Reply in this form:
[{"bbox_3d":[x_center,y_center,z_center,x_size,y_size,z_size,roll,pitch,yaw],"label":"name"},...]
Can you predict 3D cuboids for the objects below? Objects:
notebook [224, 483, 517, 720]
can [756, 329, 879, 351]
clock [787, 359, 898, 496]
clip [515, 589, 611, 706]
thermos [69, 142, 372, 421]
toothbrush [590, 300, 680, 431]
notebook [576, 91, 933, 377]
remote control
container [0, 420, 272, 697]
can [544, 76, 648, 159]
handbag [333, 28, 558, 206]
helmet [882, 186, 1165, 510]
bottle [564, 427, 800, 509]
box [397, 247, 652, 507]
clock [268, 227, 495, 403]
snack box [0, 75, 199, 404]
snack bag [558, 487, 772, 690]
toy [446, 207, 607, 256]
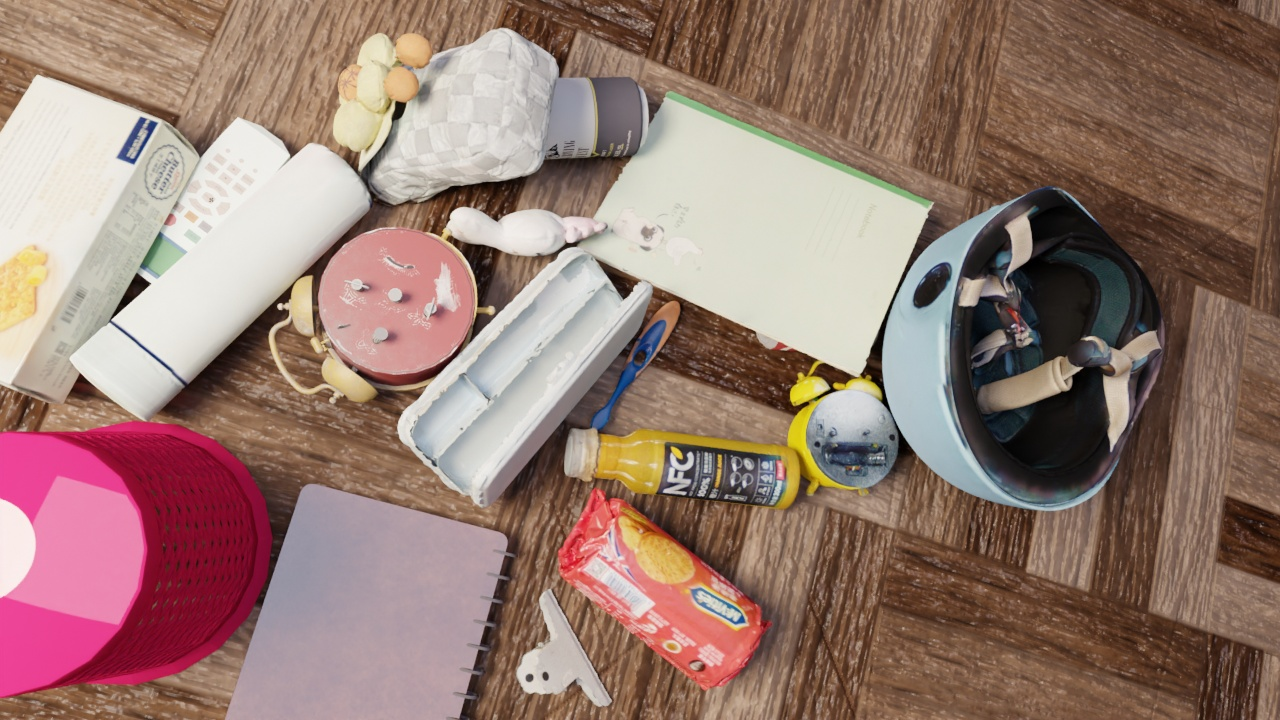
[{"bbox_3d":[-0.198,0.220,0.671,0.167,0.024,0.225,17,77,-10],"label":"notebook"},{"bbox_3d":[0.152,-0.034,0.789,0.096,0.054,0.054,3,79,-14],"label":"can"},{"bbox_3d":[0.169,0.055,0.776,0.083,0.057,0.118,2,80,-13],"label":"clock"},{"bbox_3d":[-0.065,0.232,0.701,0.054,0.038,0.101,-29,87,-30],"label":"clip"},{"bbox_3d":[-0.296,-0.060,0.665,0.068,0.068,0.229,40,69,-5],"label":"thermos"},{"bbox_3d":[-0.005,0.004,0.764,0.021,0.017,0.134,36,71,-10],"label":"toothbrush"},{"bbox_3d":[0.100,-0.114,0.774,0.252,0.010,0.181,25,69,7],"label":"notebook"},{"bbox_3d":[-0.326,-0.117,0.695,0.049,0.024,0.143,36,78,-2],"label":"remote control"},{"bbox_3d":[-0.334,0.117,0.548,0.183,0.226,0.183,3,80,-14],"label":"container"},{"bbox_3d":[-0.061,-0.199,0.757,0.127,0.064,0.064,-6,82,-15],"label":"can"},{"bbox_3d":[-0.149,-0.187,0.676,0.123,0.172,0.112,24,71,-49],"label":"handbag"},{"bbox_3d":[0.299,0.001,0.757,0.225,0.167,0.265,40,63,-14],"label":"helmet"},{"bbox_3d":[0.033,0.084,0.738,0.186,0.053,0.053,8,78,-13],"label":"bottle"},{"bbox_3d":[-0.061,0.020,0.689,0.216,0.110,0.108,-49,130,-16],"label":"box"},{"bbox_3d":[-0.196,-0.033,0.685,0.158,0.081,0.117,-29,88,-17],"label":"clock"},{"bbox_3d":[-0.413,-0.085,0.640,0.104,0.057,0.207,20,76,6],"label":"snack box"},{"bbox_3d":[0.014,0.179,0.708,0.176,0.082,0.082,39,73,-4],"label":"snack bag"},{"bbox_3d":[-0.090,-0.102,0.730,0.125,0.076,0.037,2,98,-15],"label":"toy"}]
